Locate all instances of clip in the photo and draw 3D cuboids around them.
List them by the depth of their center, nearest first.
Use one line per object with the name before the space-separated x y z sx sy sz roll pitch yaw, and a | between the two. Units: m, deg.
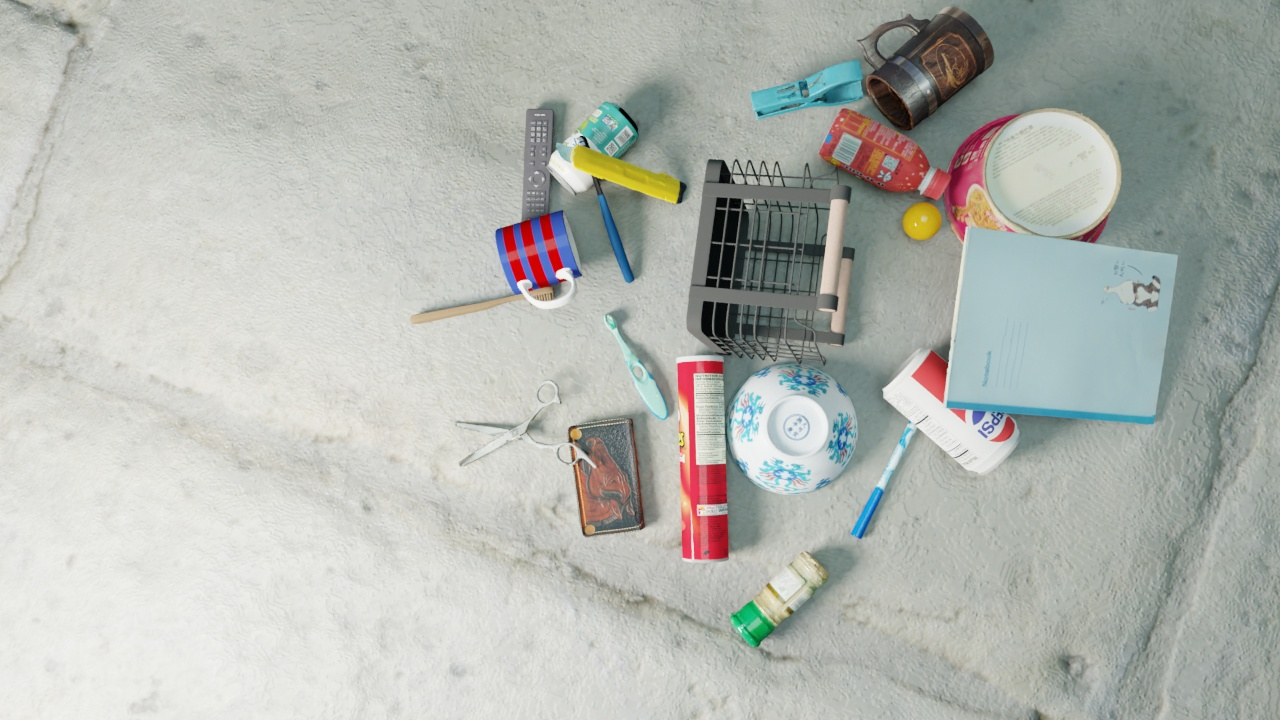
clip | 0.193 -0.292 1.017 0.130 0.121 0.031 -14 86 34

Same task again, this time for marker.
marker | 0.262 0.126 0.980 0.013 0.013 0.142 28 87 6

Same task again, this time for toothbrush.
toothbrush | -0.039 -0.162 0.997 0.014 0.014 0.168 -31 111 -34
toothbrush | -0.006 0.006 1.009 0.022 0.017 0.135 -30 83 1
toothbrush | -0.177 -0.060 1.029 0.167 0.016 0.016 -11 84 3

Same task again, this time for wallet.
wallet | -0.036 0.127 0.999 0.072 0.019 0.123 -9 84 8

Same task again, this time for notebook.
notebook | 0.427 -0.031 0.926 0.253 0.009 0.181 4 95 -15

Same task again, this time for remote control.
remote control | -0.116 -0.216 1.039 0.032 0.015 0.136 2 88 5

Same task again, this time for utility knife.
utility knife | -0.019 -0.203 0.987 0.164 0.017 0.030 14 75 -34

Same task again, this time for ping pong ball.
ping pong ball | 0.303 -0.150 0.987 0.040 0.040 0.040 0 85 4

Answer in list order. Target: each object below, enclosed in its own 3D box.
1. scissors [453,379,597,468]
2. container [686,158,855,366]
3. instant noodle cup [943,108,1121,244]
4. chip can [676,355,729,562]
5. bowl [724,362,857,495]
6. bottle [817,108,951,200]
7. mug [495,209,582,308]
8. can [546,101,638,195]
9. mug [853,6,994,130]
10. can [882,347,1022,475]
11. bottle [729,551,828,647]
scissors | -0.126 0.090 1.004 0.162 0.014 0.141 41 95 13
container | 0.137 -0.088 0.900 0.130 0.241 0.162 6 85 15
instant noodle cup | 0.418 -0.186 0.962 0.179 0.077 0.178 0 85 4
chip can | 0.066 0.104 0.978 0.052 0.052 0.214 -2 85 4
bowl | 0.160 0.070 0.961 0.144 0.074 0.144 0 85 4
bottle | 0.265 -0.216 0.986 0.137 0.062 0.062 30 88 6
mug | -0.106 -0.102 0.990 0.076 0.075 0.111 -16 59 3
can | -0.052 -0.234 1.015 0.055 0.055 0.101 45 90 7
mug | 0.296 -0.323 0.977 0.107 0.080 0.116 -40 105 1
can | 0.322 0.052 0.952 0.132 0.070 0.070 42 89 7
bottle | 0.146 0.249 0.963 0.111 0.043 0.043 -43 83 -1
